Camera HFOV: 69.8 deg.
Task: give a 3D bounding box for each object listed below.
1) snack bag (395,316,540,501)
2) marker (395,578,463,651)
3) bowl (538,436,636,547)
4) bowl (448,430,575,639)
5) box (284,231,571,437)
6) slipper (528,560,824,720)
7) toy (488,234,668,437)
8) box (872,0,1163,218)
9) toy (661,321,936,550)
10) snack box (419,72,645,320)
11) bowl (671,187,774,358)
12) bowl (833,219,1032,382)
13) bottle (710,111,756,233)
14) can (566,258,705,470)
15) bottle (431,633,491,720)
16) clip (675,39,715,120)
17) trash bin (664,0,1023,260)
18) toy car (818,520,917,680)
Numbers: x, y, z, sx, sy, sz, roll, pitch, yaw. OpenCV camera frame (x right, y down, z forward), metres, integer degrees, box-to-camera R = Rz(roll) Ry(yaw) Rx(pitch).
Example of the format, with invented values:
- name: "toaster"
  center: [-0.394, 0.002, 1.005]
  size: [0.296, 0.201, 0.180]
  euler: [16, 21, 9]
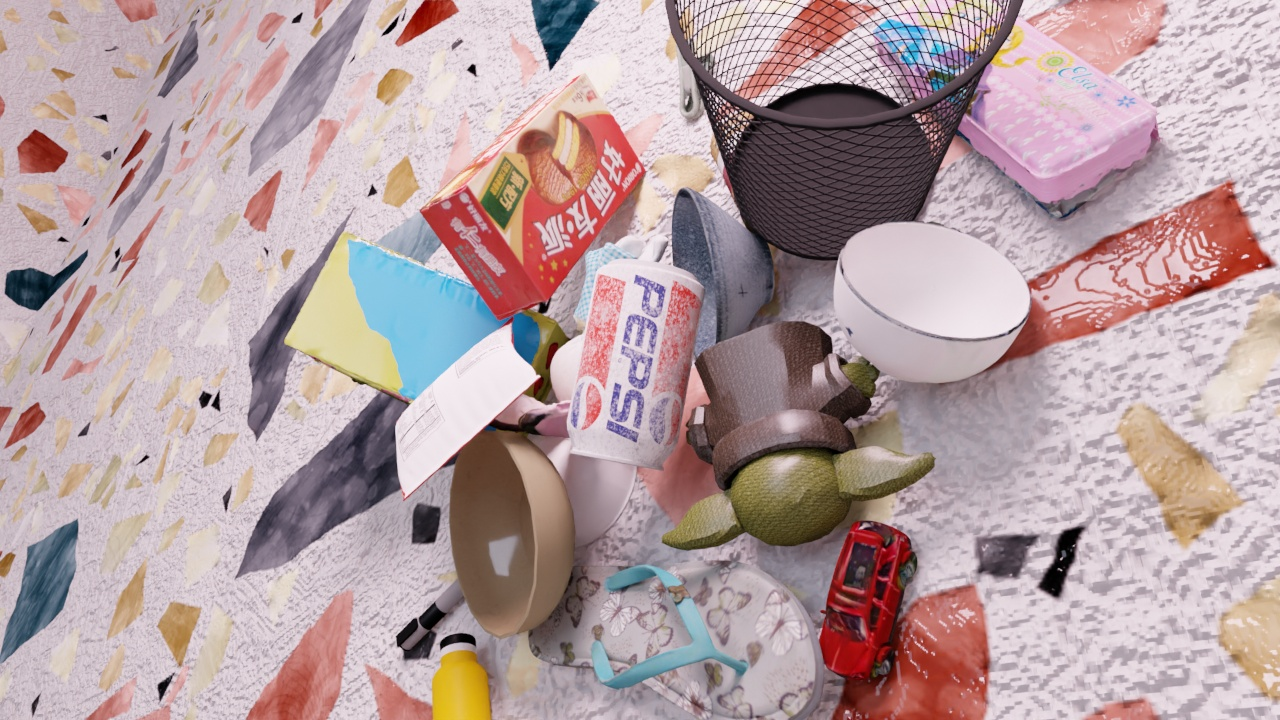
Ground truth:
- name: "snack bag"
  center: [-0.138, 0.029, 0.698]
  size: [0.131, 0.039, 0.144]
  euler: [-42, 25, 2]
- name: "marker"
  center: [-0.156, 0.196, 0.779]
  size: [0.141, 0.016, 0.016]
  euler: [-45, 42, 11]
- name: "bowl"
  center: [-0.058, 0.091, 0.737]
  size: [0.110, 0.040, 0.109]
  euler: [-24, 50, 31]
- name: "bowl"
  center: [-0.091, 0.126, 0.687]
  size: [0.153, 0.050, 0.152]
  euler: [3, 94, 56]
- name: "box"
  center: [-0.185, -0.015, 0.818]
  size: [0.221, 0.081, 0.124]
  euler: [21, 80, 8]
- name: "slipper"
  center: [0.003, 0.170, 0.606]
  size: [0.269, 0.054, 0.098]
  euler: [-5, 60, 49]
- name: "toy"
  center: [-0.030, -0.013, 0.737]
  size: [0.131, 0.105, 0.205]
  euler: [1, 58, 57]
- name: "box"
  center: [0.250, -0.185, 0.633]
  size: [0.085, 0.053, 0.230]
  euler: [-28, 44, 4]
- name: "toy"
  center: [0.091, 0.045, 0.597]
  size: [0.180, 0.078, 0.152]
  euler: [-22, 56, 25]
- name: "snack box"
  center: [-0.084, -0.149, 0.801]
  size: [0.060, 0.113, 0.235]
  euler: [-16, 28, 35]
- name: "bowl"
  center: [0.066, -0.065, 0.695]
  size: [0.057, 0.137, 0.137]
  euler: [-9, 47, -9]
- name: "bowl"
  center: [0.172, -0.029, 0.563]
  size: [0.113, 0.063, 0.113]
  euler: [4, 43, -4]
- name: "bottle"
  center: [0.096, -0.149, 0.737]
  size: [0.056, 0.056, 0.105]
  euler: [-37, 44, 20]
- name: "can"
  center: [-0.004, 0.004, 0.639]
  size: [0.078, 0.078, 0.136]
  euler: [4, 81, 45]
- name: "bottle"
  center: [-0.132, 0.276, 0.684]
  size: [0.043, 0.043, 0.143]
  euler: [-35, 45, 22]
- name: "clip"
  center: [0.051, -0.265, 0.880]
  size: [0.023, 0.059, 0.076]
  euler: [-7, 72, 42]
- name: "trash bin"
  center: [0.121, -0.171, 0.577]
  size: [0.184, 0.210, 0.183]
  euler: [-3, 72, 9]
- name: "toy car"
  center: [0.130, 0.139, 0.534]
  size: [0.042, 0.036, 0.091]
  euler: [5, 75, 46]
